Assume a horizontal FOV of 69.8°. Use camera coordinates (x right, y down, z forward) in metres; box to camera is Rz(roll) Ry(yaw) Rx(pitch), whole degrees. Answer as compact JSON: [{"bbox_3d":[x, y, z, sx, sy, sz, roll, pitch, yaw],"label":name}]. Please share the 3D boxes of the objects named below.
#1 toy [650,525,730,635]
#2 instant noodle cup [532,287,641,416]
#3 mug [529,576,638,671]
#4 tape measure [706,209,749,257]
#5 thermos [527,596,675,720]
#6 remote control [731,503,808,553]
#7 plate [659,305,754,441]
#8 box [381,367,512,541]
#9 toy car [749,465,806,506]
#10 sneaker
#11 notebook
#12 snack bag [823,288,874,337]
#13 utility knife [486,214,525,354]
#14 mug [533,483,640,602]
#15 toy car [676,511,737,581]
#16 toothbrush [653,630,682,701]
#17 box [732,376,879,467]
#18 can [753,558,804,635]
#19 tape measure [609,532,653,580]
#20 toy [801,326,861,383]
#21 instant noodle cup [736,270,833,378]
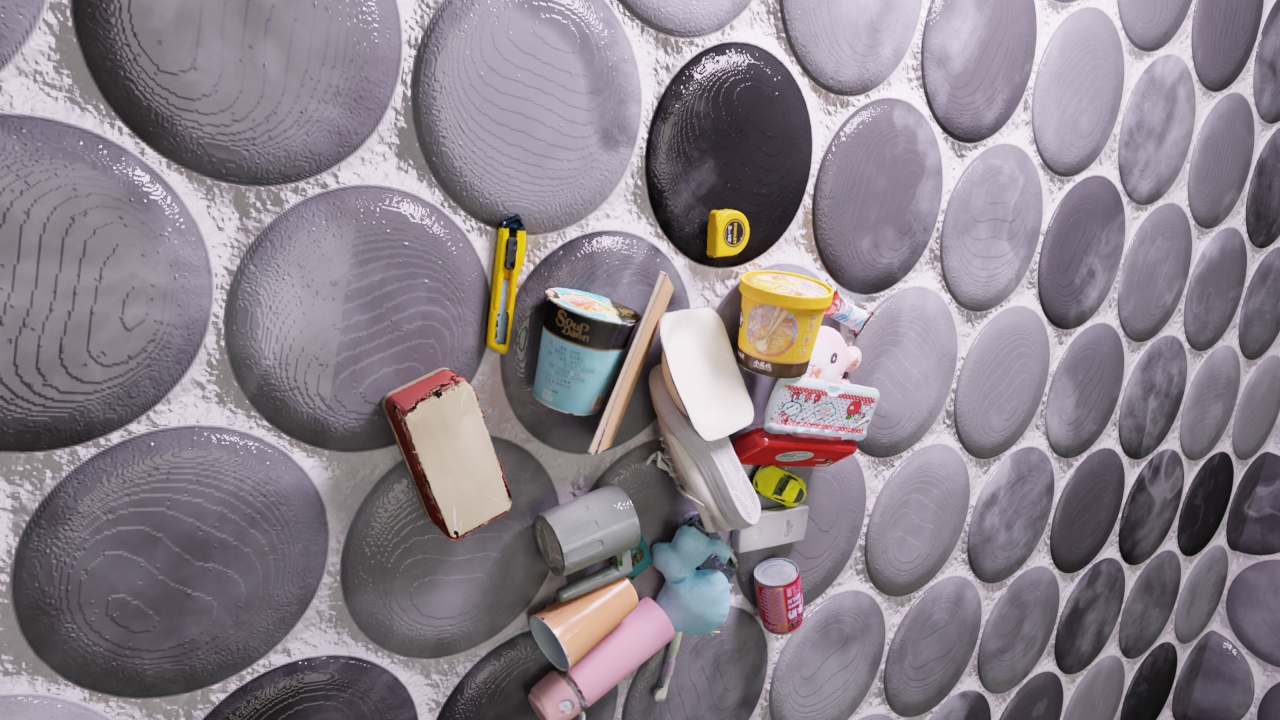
[{"bbox_3d":[0.068,0.301,1.217,0.162,0.049,0.156,-38,95,24],"label":"toy"},{"bbox_3d":[-0.069,-0.007,1.021,0.111,0.111,0.120,6,109,-37],"label":"instant noodle cup"},{"bbox_3d":[-0.066,0.316,1.135,0.122,0.078,0.078,-29,119,-31],"label":"mug"},{"bbox_3d":[0.106,-0.159,1.142,0.057,0.029,0.060,-10,109,-33],"label":"tape measure"},{"bbox_3d":[-0.046,0.395,1.172,0.198,0.067,0.087,-34,106,-25],"label":"thermos"},{"bbox_3d":[0.188,0.242,1.328,0.134,0.019,0.056,-3,106,-35],"label":"remote control"},{"bbox_3d":[0.072,0.017,1.124,0.164,0.034,0.163,-12,82,-57],"label":"plate"},{"bbox_3d":[-0.197,0.101,0.970,0.091,0.077,0.168,-28,119,-26],"label":"box"},{"bbox_3d":[0.199,0.179,1.310,0.105,0.032,0.048,28,87,-36],"label":"toy car"},{"bbox_3d":[0.061,0.116,1.170,0.242,0.091,0.089,62,32,-12],"label":"sneaker"},{"bbox_3d":[-0.006,0.006,1.058,0.012,0.149,0.211,22,90,6],"label":"notebook"},{"bbox_3d":[0.294,-0.067,1.309,0.104,0.026,0.048,28,98,-38],"label":"snack bag"},{"bbox_3d":[-0.144,-0.081,0.992,0.033,0.015,0.154,1,104,-33],"label":"utility knife"},{"bbox_3d":[-0.062,0.221,1.100,0.103,0.084,0.124,-17,112,-29],"label":"mug"},{"bbox_3d":[0.088,0.258,1.252,0.054,0.037,0.120,-38,113,-19],"label":"toy car"},{"bbox_3d":[0.047,0.380,1.269,0.029,0.020,0.189,-2,106,-67],"label":"toothbrush"},{"bbox_3d":[0.230,0.093,1.255,0.200,0.065,0.160,7,129,-37],"label":"box"},{"bbox_3d":[0.203,0.345,1.340,0.066,0.066,0.094,-24,116,-29],"label":"can"},{"bbox_3d":[-0.012,0.253,1.183,0.054,0.025,0.058,-35,121,-24],"label":"tape measure"},{"bbox_3d":[0.262,0.013,1.295,0.159,0.054,0.121,7,101,-45],"label":"toy"},{"bbox_3d":[0.179,-0.046,1.180,0.118,0.118,0.115,-8,116,-34],"label":"instant noodle cup"}]
